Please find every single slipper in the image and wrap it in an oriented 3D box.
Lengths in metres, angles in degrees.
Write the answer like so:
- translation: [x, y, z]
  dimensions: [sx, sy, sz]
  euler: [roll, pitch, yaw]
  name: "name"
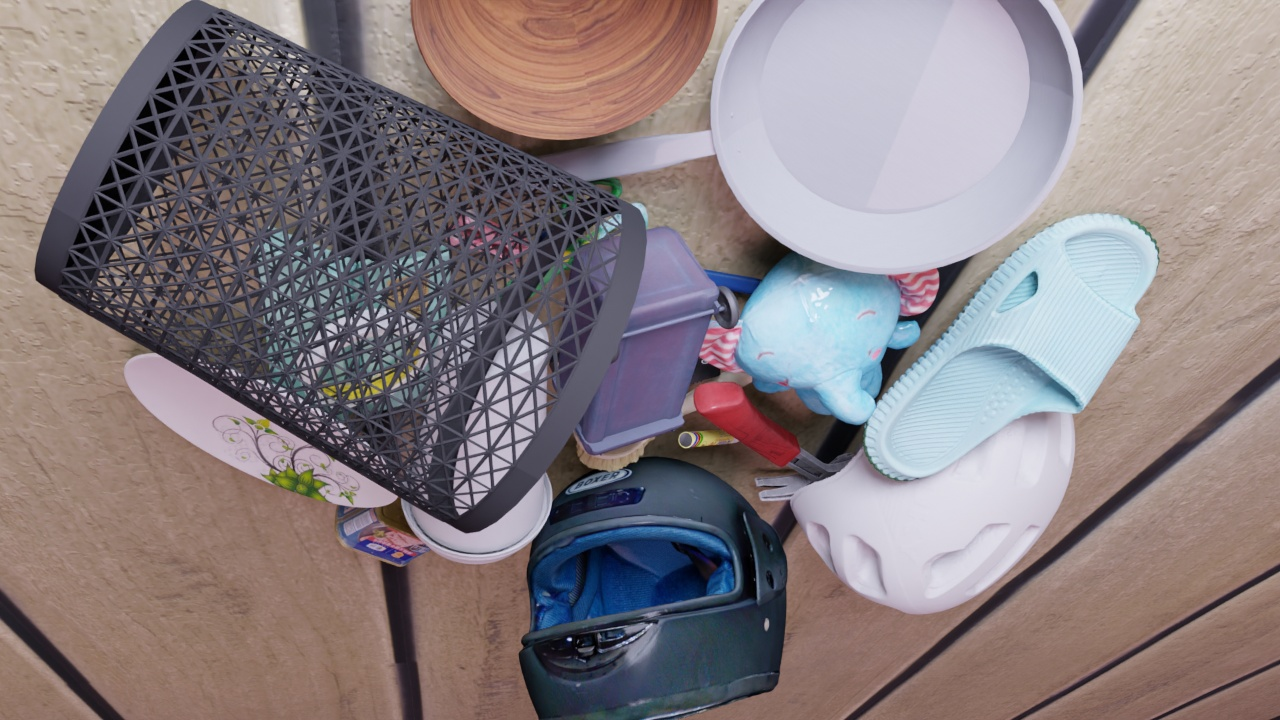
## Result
- translation: [0.290, -0.001, 0.713]
  dimensions: [0.116, 0.069, 0.276]
  euler: [41, 102, -17]
  name: "slipper"

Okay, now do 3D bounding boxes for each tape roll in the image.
- translation: [-0.200, 0.000, 0.667]
  dimensions: [0.094, 0.019, 0.094]
  euler: [-25, 154, -13]
  name: "tape roll"

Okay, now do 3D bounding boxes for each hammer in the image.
- translation: [0.124, 0.078, 0.849]
  dimensions: [0.126, 0.036, 0.315]
  euler: [-23, 152, 22]
  name: "hammer"

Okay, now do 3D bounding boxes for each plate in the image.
- translation: [-0.297, 0.051, 0.743]
  dimensions: [0.229, 0.030, 0.230]
  euler: [15, 149, 9]
  name: "plate"

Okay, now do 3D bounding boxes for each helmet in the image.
- translation: [0.004, 0.209, 0.862]
  dimensions: [0.249, 0.235, 0.316]
  euler: [-17, 162, 21]
  name: "helmet"
- translation: [0.292, 0.110, 0.869]
  dimensions: [0.282, 0.184, 0.224]
  euler: [-56, 144, 7]
  name: "helmet"

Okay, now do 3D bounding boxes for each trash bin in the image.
- translation: [-0.159, -0.053, 0.503]
  dimensions: [0.243, 0.216, 0.218]
  euler: [29, 132, -22]
  name: "trash bin"
- translation: [-0.007, -0.007, 0.658]
  dimensions: [0.093, 0.092, 0.161]
  euler: [-16, 147, -22]
  name: "trash bin"

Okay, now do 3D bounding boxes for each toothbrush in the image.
- translation: [0.015, -0.072, 0.680]
  dimensions: [0.189, 0.016, 0.017]
  euler: [10, 134, -23]
  name: "toothbrush"

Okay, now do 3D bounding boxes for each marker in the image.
- translation: [0.070, 0.071, 0.844]
  dimensions: [0.014, 0.014, 0.132]
  euler: [-27, 165, 25]
  name: "marker"

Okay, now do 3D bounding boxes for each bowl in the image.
- translation: [-0.039, -0.190, 0.460]
  dimensions: [0.147, 0.068, 0.147]
  euler: [-6, 144, -4]
  name: "bowl"

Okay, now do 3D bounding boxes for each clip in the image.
- translation: [-0.110, -0.083, 0.638]
  dimensions: [0.044, 0.023, 0.060]
  euler: [-22, 141, 25]
  name: "clip"

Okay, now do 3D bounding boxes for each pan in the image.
- translation: [0.068, -0.137, 0.553]
  dimensions: [0.357, 0.050, 0.201]
  euler: [-2, 126, 21]
  name: "pan"

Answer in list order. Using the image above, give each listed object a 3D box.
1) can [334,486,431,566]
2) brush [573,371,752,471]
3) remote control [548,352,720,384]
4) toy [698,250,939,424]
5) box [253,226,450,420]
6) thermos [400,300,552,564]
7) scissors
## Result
- translation: [-0.249, 0.165, 0.925]
  dimensions: [0.059, 0.053, 0.099]
  euler: [-29, 140, 24]
  name: "can"
- translation: [0.059, 0.025, 0.799]
  dimensions: [0.273, 0.062, 0.077]
  euler: [-25, 158, 15]
  name: "brush"
- translation: [-0.005, 0.004, 0.765]
  dimensions: [0.133, 0.013, 0.058]
  euler: [-17, 119, 12]
  name: "remote control"
- translation: [0.143, -0.003, 0.700]
  dimensions: [0.183, 0.114, 0.181]
  euler: [-20, 137, 11]
  name: "toy"
- translation: [-0.213, -0.018, 0.689]
  dimensions: [0.138, 0.057, 0.187]
  euler: [7, 143, -10]
  name: "box"
- translation: [-0.129, 0.060, 0.754]
  dimensions: [0.131, 0.131, 0.222]
  euler: [2, 136, -13]
  name: "thermos"
- translation: [-0.050, -0.072, 0.643]
  dimensions: [0.071, 0.014, 0.131]
  euler: [33, 112, -34]
  name: "scissors"
